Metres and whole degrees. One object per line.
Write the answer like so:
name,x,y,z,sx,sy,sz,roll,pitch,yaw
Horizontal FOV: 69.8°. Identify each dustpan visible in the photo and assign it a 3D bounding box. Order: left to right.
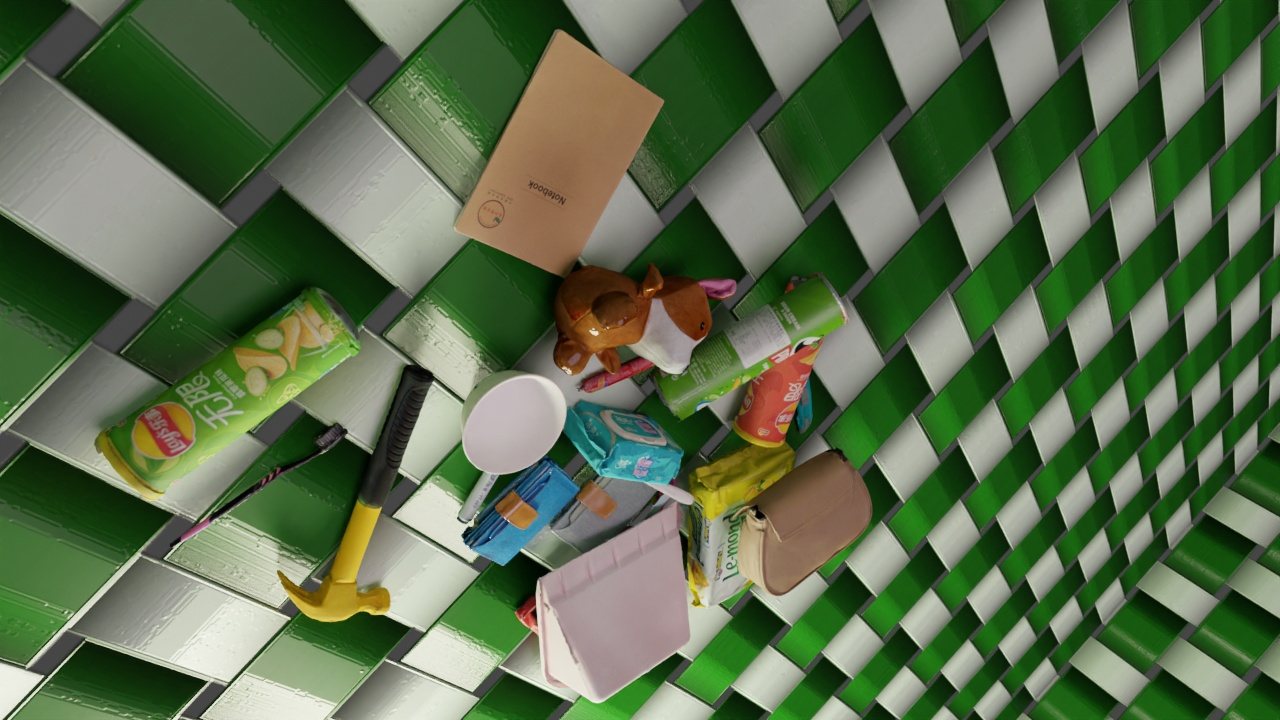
dustpan,-0.050,0.329,1.222,0.222,0.139,0.273,-21,109,-31

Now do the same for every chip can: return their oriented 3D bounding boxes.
chip can,-0.344,0.024,0.783,0.221,0.072,0.072,-39,134,-11
chip can,0.126,-0.015,1.082,0.236,0.072,0.072,-31,134,3
chip can,0.188,0.004,1.181,0.073,0.073,0.217,3,115,-39

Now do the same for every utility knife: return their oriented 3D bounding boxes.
utility knife,-0.026,0.252,1.198,0.034,0.018,0.219,26,107,-47
utility knife,0.223,0.037,1.270,0.029,0.013,0.176,-32,133,-19

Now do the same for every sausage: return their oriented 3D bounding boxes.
sausage,-0.006,0.006,1.070,0.155,0.020,0.020,-24,130,-23

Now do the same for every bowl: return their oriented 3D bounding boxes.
bowl,-0.144,0.052,0.961,0.118,0.065,0.118,-19,128,-27

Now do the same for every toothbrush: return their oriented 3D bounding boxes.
toothbrush,-0.363,0.117,0.872,0.189,0.014,0.018,-35,123,-14
toothbrush,0.012,0.149,1.135,0.180,0.016,0.016,31,85,-40

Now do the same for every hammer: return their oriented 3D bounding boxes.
hammer,-0.277,0.143,0.941,0.128,0.033,0.301,10,111,-42

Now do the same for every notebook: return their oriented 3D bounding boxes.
notebook,-0.076,-0.193,0.894,0.147,0.008,0.208,21,103,-43

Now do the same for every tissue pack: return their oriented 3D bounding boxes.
tissue pack,-0.020,0.095,1.065,0.133,0.093,0.050,15,112,-43

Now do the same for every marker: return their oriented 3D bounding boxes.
marker,-0.169,0.126,1.024,0.022,0.018,0.131,28,99,-29

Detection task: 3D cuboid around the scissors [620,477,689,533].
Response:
scissors,0.018,0.210,1.226,0.133,0.017,0.134,-22,132,-30

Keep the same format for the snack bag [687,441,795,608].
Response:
snack bag,0.133,0.222,1.278,0.157,0.068,0.247,-22,128,-31

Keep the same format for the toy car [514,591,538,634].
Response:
toy car,-0.120,0.336,1.189,0.049,0.031,0.106,-40,137,-8

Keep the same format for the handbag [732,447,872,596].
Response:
handbag,0.211,0.211,1.223,0.204,0.100,0.148,-28,124,-27

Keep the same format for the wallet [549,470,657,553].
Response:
wallet,-0.042,0.182,1.143,0.129,0.037,0.106,-48,136,-4

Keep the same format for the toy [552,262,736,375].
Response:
toy,0.006,-0.041,0.981,0.199,0.130,0.140,-6,155,-46

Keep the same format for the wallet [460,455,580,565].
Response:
wallet,-0.135,0.175,1.057,0.133,0.040,0.106,-45,152,-6
